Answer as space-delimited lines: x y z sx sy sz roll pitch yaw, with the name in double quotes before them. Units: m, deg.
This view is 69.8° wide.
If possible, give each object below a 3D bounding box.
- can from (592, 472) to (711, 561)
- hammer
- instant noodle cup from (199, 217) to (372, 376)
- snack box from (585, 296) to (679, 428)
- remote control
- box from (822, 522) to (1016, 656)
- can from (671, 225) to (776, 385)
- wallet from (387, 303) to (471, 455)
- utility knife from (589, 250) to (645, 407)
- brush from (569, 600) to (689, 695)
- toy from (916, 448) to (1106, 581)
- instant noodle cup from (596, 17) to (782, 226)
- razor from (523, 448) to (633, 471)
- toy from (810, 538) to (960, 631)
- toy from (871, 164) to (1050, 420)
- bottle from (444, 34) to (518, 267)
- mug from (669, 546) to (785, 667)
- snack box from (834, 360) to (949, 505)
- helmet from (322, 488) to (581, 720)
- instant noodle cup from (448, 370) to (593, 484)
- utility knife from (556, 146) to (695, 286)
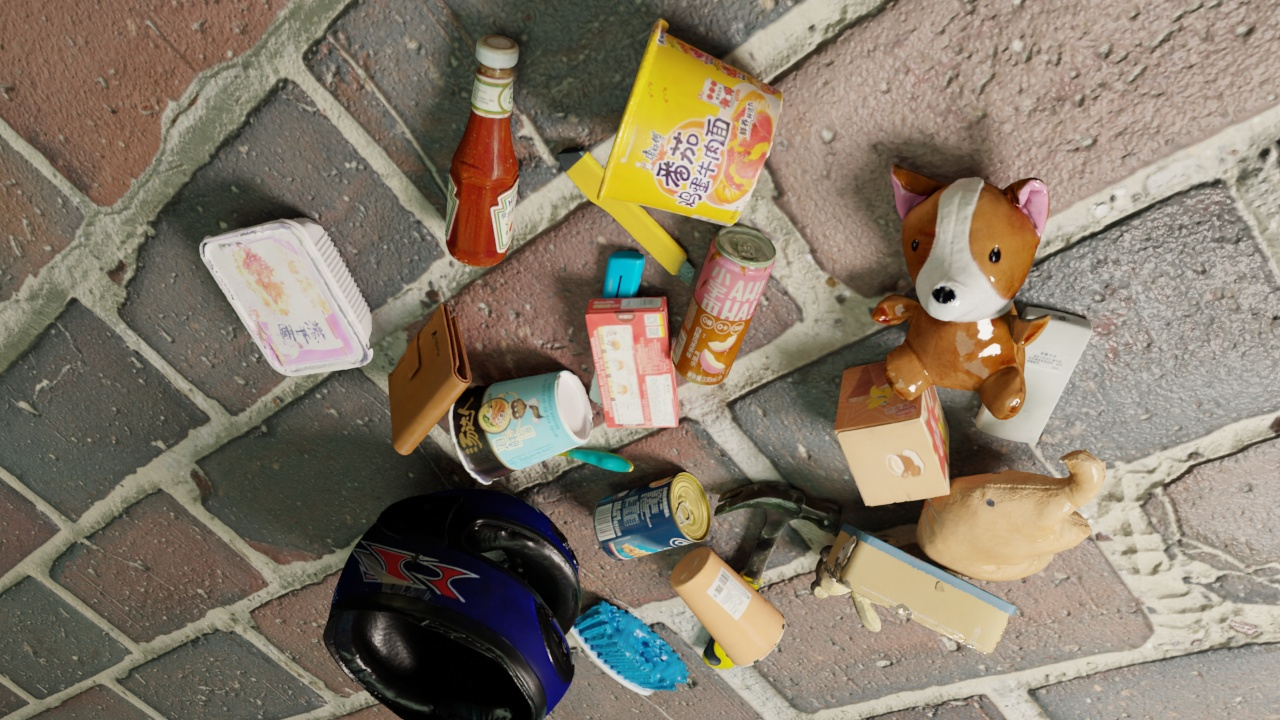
"can" 0.011 0.173 1.007 0.111 0.075 0.075 -21 117 32
"hammer" 0.122 0.259 1.064 0.126 0.031 0.324 18 130 5
"instant noodle cup" -0.355 -0.073 0.955 0.138 0.060 0.173 -7 125 23
"snack box" -0.005 0.005 0.900 0.075 0.025 0.153 -2 131 8
"remote control" 0.343 0.015 0.806 0.056 0.019 0.135 13 129 9
"box" 0.274 0.224 0.898 0.184 0.090 0.060 24 88 -2
"can" 0.073 -0.046 0.828 0.058 0.057 0.148 21 130 3
"wallet" -0.224 0.019 0.957 0.031 0.107 0.132 15 134 -38
"utility knife" -0.028 -0.026 0.905 0.034 0.018 0.199 18 131 5
"brush" -0.083 0.333 1.182 0.314 0.060 0.110 43 131 -12
"toy" 0.329 0.141 0.830 0.143 0.082 0.226 3 152 2
"instant noodle cup" 0.039 -0.172 0.701 0.110 0.137 0.138 18 130 -5
"razor" -0.069 0.106 1.014 0.133 0.028 0.043 7 97 17
"toy" 0.262 0.234 0.974 0.157 0.066 0.105 11 107 -2
"toy" 0.252 -0.055 0.726 0.140 0.130 0.200 12 121 27
"bottle" -0.134 -0.178 0.800 0.060 0.059 0.207 19 129 5
"mug" 0.092 0.268 1.013 0.078 0.078 0.123 -31 108 35
"snack box" 0.231 0.063 0.833 0.077 0.094 0.093 -13 121 26
"helmet" -0.184 0.264 1.032 0.316 0.239 0.247 -3 121 33
"instant noodle cup" -0.119 0.061 0.955 0.121 0.111 0.111 -17 119 20
"utility knife" -0.009 -0.128 0.821 0.170 0.015 0.033 44 133 -17
